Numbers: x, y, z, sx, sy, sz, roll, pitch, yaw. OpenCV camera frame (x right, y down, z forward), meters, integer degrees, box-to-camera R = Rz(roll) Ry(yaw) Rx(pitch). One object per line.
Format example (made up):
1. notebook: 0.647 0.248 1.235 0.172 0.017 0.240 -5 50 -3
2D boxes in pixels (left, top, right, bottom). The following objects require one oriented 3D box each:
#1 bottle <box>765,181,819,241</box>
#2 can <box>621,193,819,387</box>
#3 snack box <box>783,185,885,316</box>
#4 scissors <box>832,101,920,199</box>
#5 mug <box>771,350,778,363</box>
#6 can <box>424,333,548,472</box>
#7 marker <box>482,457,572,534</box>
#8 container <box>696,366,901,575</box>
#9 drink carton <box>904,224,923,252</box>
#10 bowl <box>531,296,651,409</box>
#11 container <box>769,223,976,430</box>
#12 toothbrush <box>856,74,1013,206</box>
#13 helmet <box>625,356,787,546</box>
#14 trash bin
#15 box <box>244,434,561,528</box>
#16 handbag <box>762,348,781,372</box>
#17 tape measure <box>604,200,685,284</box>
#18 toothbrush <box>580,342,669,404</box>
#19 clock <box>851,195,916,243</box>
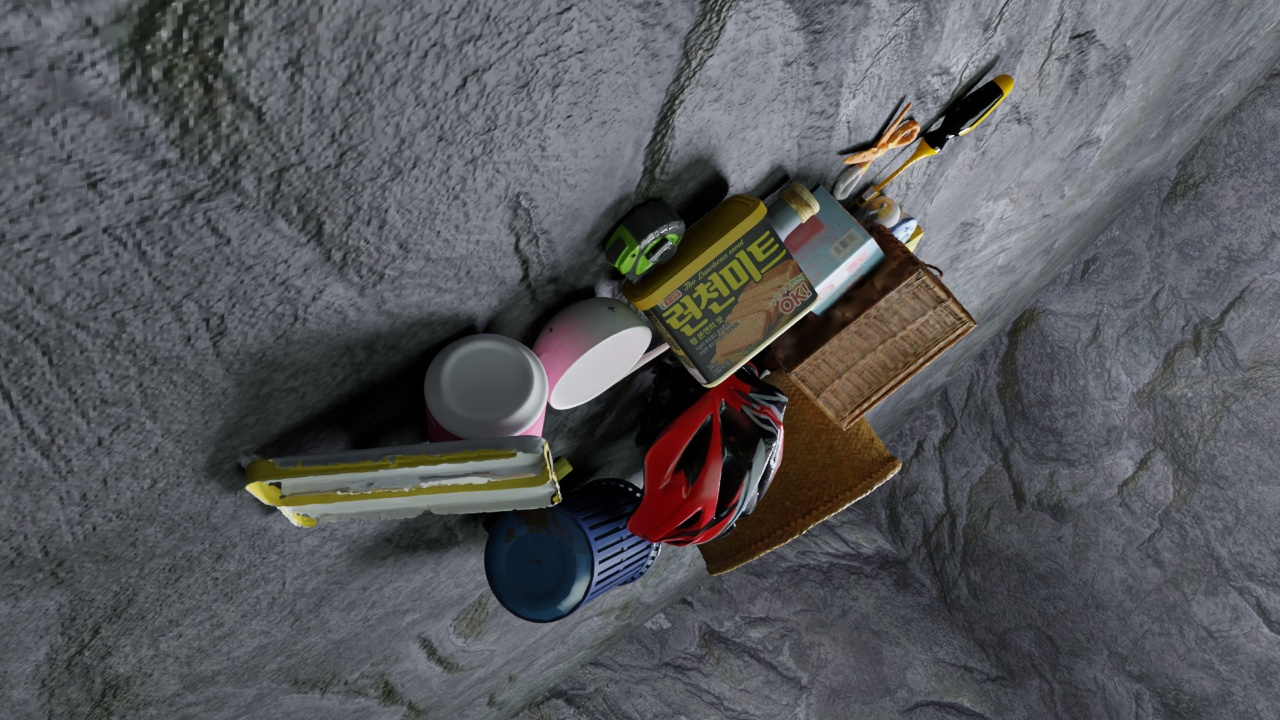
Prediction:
1. bottle: 0.091 -0.097 0.836 0.161 0.046 0.072 -41 162 6
2. can: 0.068 -0.057 0.765 0.131 0.101 0.072 -39 -159 -1
3. snack box: 0.182 -0.109 0.930 0.093 0.079 0.094 -43 159 14
4. scissors: 0.233 -0.205 0.907 0.125 0.011 0.129 -24 156 -41
5. mug: 0.209 -0.037 1.157 0.118 0.081 0.111 -42 166 22
6. can: -0.122 0.054 0.719 0.088 0.088 0.166 -30 160 -24
7. marker: -0.130 0.157 1.056 0.124 0.017 0.021 -39 161 5
8. container: 0.173 0.138 1.252 0.307 0.196 0.307 -32 173 -4
9. drink carton: 0.293 -0.132 1.146 0.122 0.041 0.058 -32 160 -18
10. bowl: -0.047 -0.012 0.764 0.104 0.054 0.105 -35 163 -12
11. container: 0.243 -0.039 1.005 0.199 0.113 0.112 -41 123 17
12. toothbrush: 0.309 -0.230 0.970 0.197 0.031 0.030 -40 167 15
13. helmet: 0.066 0.101 1.022 0.273 0.167 0.216 110 3 -54
14. trash bin: -0.075 0.217 1.073 0.139 0.139 0.249 -43 167 11
15. box: -0.165 0.092 0.669 0.209 0.023 0.127 -5 156 -2
16. handbag: 0.199 0.003 1.316 0.055 0.029 0.119 -36 167 -2
17. tape measure: 0.006 -0.090 0.708 0.066 0.036 0.058 -43 161 14
18. toothbrush: -0.005 0.005 0.867 0.182 0.015 0.018 -30 162 36
19. clock: 0.262 -0.144 1.042 0.089 0.052 0.125 -45 161 18
